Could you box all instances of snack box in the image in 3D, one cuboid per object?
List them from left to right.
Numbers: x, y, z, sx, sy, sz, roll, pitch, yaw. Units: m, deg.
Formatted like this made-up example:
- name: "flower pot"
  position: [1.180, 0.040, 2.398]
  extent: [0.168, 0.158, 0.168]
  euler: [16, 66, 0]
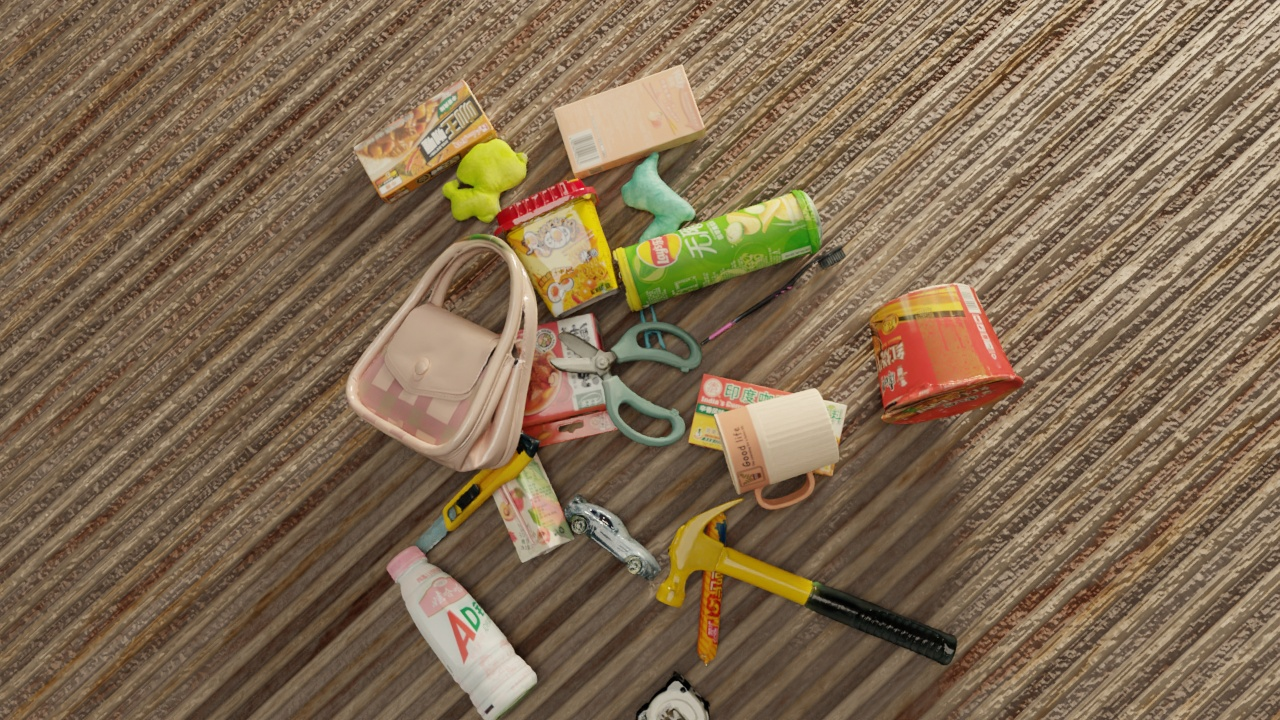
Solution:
- name: "snack box"
  position: [-0.251, -0.255, 1.072]
  extent: [0.154, 0.026, 0.075]
  euler: [-32, 80, 1]
- name: "snack box"
  position: [-0.090, 0.024, 1.001]
  extent: [0.113, 0.044, 0.127]
  euler: [-13, 80, 4]
- name: "snack box"
  position: [-0.013, -0.271, 1.048]
  extent: [0.157, 0.026, 0.084]
  euler: [-18, 79, 3]
- name: "snack box"
  position: [0.135, 0.069, 0.978]
  extent: [0.156, 0.027, 0.077]
  euler: [12, 83, 8]

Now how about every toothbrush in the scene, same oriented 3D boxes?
- name: "toothbrush"
  position: [0.145, -0.068, 1.006]
  extent: [0.189, 0.014, 0.018]
  euler: [-35, 90, 1]

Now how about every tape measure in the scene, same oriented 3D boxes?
- name: "tape measure"
  position: [0.037, 0.365, 0.939]
  extent: [0.066, 0.033, 0.066]
  euler: [43, 89, 11]

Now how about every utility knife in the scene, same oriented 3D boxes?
- name: "utility knife"
  position: [-0.180, 0.148, 0.970]
  extent: [0.217, 0.015, 0.033]
  euler: [-44, 69, 21]

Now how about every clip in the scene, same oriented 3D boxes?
- name: "clip"
  position: [0.011, -0.035, 1.015]
  extent: [0.047, 0.014, 0.057]
  euler: [-12, 78, 4]

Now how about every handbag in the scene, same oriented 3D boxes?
- name: "handbag"
  position: [-0.189, -0.017, 0.950]
  extent: [0.193, 0.093, 0.234]
  euler: [23, 91, 36]

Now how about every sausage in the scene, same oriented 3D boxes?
- name: "sausage"
  position: [0.075, 0.235, 0.961]
  extent: [0.021, 0.021, 0.165]
  euler: [4, 82, 7]

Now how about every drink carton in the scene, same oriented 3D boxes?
- name: "drink carton"
  position: [-0.124, 0.148, 0.977]
  extent: [0.054, 0.045, 0.122]
  euler: [-32, 78, 34]

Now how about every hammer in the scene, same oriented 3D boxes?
- name: "hammer"
  position: [0.173, 0.237, 0.931]
  extent: [0.301, 0.033, 0.128]
  euler: [22, 83, 4]

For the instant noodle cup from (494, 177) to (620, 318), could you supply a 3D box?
- name: "instant noodle cup"
  position: [-0.082, -0.117, 0.995]
  extent: [0.116, 0.116, 0.123]
  euler: [-25, 91, 1]

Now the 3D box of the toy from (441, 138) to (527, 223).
- name: "toy"
  position: [-0.180, -0.208, 1.054]
  extent: [0.097, 0.031, 0.100]
  euler: [4, 85, 4]

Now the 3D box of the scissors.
- name: "scissors"
  position: [-0.006, 0.001, 0.980]
  extent: [0.177, 0.019, 0.170]
  euler: [38, 69, -5]

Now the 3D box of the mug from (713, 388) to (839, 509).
- name: "mug"
  position: [0.140, 0.094, 0.924]
  extent: [0.106, 0.081, 0.114]
  euler: [-17, 107, 2]

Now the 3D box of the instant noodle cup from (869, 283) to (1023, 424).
- name: "instant noodle cup"
  position: [0.299, -0.007, 0.924]
  extent: [0.138, 0.138, 0.108]
  euler: [-13, 71, 4]

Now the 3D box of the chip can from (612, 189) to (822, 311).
- name: "chip can"
  position: [0.085, -0.119, 0.990]
  extent: [0.221, 0.072, 0.072]
  euler: [-17, 80, 3]

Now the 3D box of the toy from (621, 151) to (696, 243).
- name: "toy"
  position: [0.017, -0.173, 1.028]
  extent: [0.092, 0.030, 0.096]
  euler: [41, 93, 13]

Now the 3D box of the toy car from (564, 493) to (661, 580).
- name: "toy car"
  position: [-0.028, 0.186, 0.964]
  extent: [0.120, 0.054, 0.037]
  euler: [37, 88, 10]

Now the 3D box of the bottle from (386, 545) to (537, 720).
- name: "bottle"
  position: [-0.193, 0.281, 0.962]
  extent: [0.068, 0.068, 0.197]
  euler: [-42, 77, -2]
